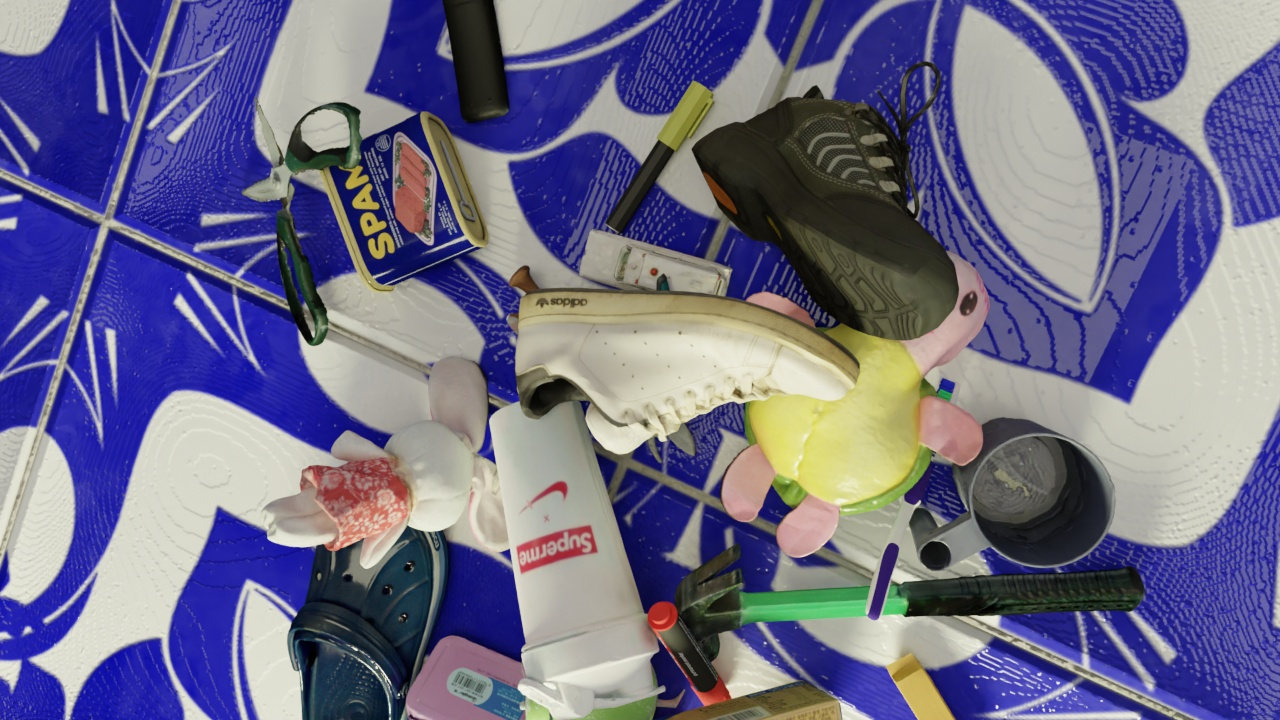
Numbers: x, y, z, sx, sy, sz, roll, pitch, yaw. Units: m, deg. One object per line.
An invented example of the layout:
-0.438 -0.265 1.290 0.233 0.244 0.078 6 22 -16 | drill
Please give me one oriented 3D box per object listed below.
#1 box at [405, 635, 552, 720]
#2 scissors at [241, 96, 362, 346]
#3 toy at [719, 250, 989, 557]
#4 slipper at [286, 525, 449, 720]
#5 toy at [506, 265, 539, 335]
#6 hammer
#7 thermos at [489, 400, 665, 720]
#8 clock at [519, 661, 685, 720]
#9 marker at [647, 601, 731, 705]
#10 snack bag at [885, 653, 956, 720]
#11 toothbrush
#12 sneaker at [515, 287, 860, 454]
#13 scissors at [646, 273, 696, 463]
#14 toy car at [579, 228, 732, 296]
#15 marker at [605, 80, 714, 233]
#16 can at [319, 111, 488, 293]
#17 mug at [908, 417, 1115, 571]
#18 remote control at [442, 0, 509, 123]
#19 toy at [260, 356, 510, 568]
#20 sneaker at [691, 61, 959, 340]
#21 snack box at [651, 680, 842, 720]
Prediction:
-0.082 0.312 0.727 0.214 0.088 0.093 19 136 10 | box
-0.254 -0.109 0.704 0.202 0.015 0.202 -1 105 45 | scissors
0.146 0.023 0.636 0.190 0.087 0.238 35 95 31 | toy
-0.221 0.215 0.723 0.105 0.095 0.253 9 98 14 | slipper
-0.072 -0.018 0.703 0.054 0.042 0.102 -44 93 -12 | toy
0.183 0.168 0.644 0.319 0.032 0.130 -4 138 5 | hammer
-0.055 0.139 0.660 0.099 0.099 0.220 -20 71 12 | thermos
-0.034 0.248 0.692 0.119 0.043 0.094 25 55 12 | clock
0.036 0.215 0.659 0.023 0.021 0.145 1 139 28 | marker
0.215 0.261 0.671 0.026 0.020 0.099 -32 86 7 | snack bag
0.185 0.089 0.623 0.016 0.015 0.186 24 65 11 | toothbrush
0.016 0.014 0.601 0.242 0.089 0.102 8 76 26 | sneaker
-0.002 0.001 0.686 0.124 0.019 0.156 22 117 16 | scissors
0.009 -0.066 0.682 0.113 0.039 0.039 17 97 10 | toy car
0.014 -0.150 0.687 0.021 0.017 0.124 35 101 8 | marker
-0.181 -0.123 0.710 0.092 0.056 0.116 -21 89 11 | can
0.238 0.093 0.613 0.124 0.104 0.084 -33 87 12 | mug
-0.132 -0.262 0.709 0.041 0.020 0.152 -9 93 13 | remote control
-0.174 0.091 0.672 0.084 0.193 0.159 -20 91 49 | toy
0.149 -0.112 0.596 0.143 0.101 0.238 -36 45 -3 | sneaker
0.041 0.280 0.643 0.206 0.057 0.056 -7 90 -19 | snack box
